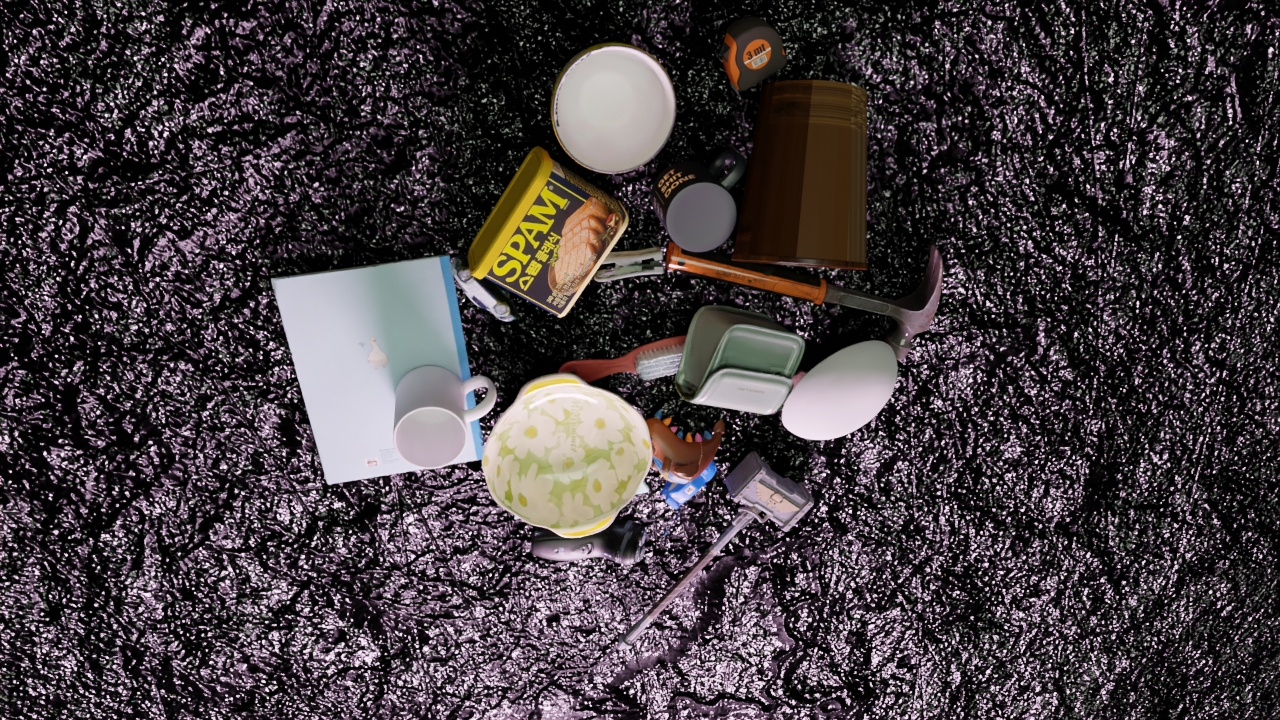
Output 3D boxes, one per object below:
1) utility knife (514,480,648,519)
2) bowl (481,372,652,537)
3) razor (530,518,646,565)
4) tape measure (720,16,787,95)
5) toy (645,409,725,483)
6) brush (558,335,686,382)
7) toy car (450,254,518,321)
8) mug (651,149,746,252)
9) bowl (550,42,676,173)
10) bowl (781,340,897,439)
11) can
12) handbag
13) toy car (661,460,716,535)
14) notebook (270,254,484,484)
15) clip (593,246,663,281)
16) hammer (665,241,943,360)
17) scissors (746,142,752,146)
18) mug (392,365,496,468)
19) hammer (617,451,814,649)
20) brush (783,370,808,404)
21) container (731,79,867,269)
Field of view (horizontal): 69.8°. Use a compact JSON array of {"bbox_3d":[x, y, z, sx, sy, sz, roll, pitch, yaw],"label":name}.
[{"bbox_3d":[-0.073,0.168,1.109,0.165,0.015,0.022,-13,120,0],"label":"utility knife"},{"bbox_3d":[-0.085,0.098,1.042,0.188,0.060,0.219,-14,120,-5],"label":"bowl"},{"bbox_3d":[-0.062,0.223,1.109,0.140,0.063,0.053,-1,116,-12],"label":"razor"},{"bbox_3d":[0.105,-0.300,0.886,0.058,0.038,0.059,-31,132,6],"label":"tape measure"},{"bbox_3d":[0.048,0.091,1.079,0.090,0.071,0.103,47,76,-12],"label":"toy"},{"bbox_3d":[-0.006,0.006,1.026,0.172,0.030,0.041,-11,118,-5],"label":"brush"},{"bbox_3d":[-0.163,-0.072,0.950,0.027,0.038,0.090,-39,117,12],"label":"toy car"},{"bbox_3d":[0.064,-0.168,0.922,0.071,0.077,0.105,37,105,-25],"label":"mug"},{"bbox_3d":[-0.029,-0.243,0.870,0.117,0.067,0.117,-5,118,-9],"label":"bowl"},{"bbox_3d":[0.235,0.045,1.039,0.149,0.043,0.150,-20,144,-16],"label":"bowl"},{"bbox_3d":[-0.092,-0.125,0.917,0.104,0.075,0.135,28,109,-25],"label":"can"},{"bbox_3d":[0.111,0.003,1.004,0.121,0.067,0.106,9,107,-34],"label":"handbag"},{"bbox_3d":[0.057,0.163,1.101,0.092,0.061,0.033,-43,117,12],"label":"toy car"},{"bbox_3d":[-0.274,0.016,0.990,0.181,0.009,0.254,-8,118,-8],"label":"notebook"},{"bbox_3d":[-0.014,-0.103,0.973,0.075,0.023,0.042,-9,116,-9],"label":"clip"},{"bbox_3d":[0.182,-0.091,1.002,0.314,0.035,0.138,12,126,-14],"label":"hammer"},{"bbox_3d":[0.176,-0.179,0.975,0.158,0.014,0.142,8,115,-12],"label":"scissors"},{"bbox_3d":[-0.204,0.051,0.964,0.110,0.090,0.074,-22,119,-1],"label":"mug"},{"bbox_3d":[0.074,0.260,1.165,0.098,0.044,0.322,34,106,-24],"label":"hammer"},{"bbox_3d":[0.172,0.028,1.084,0.135,0.015,0.050,18,114,-13],"label":"brush"},{"bbox_3d":[0.162,-0.177,0.894,0.132,0.132,0.167,3,96,-13],"label":"container"}]
